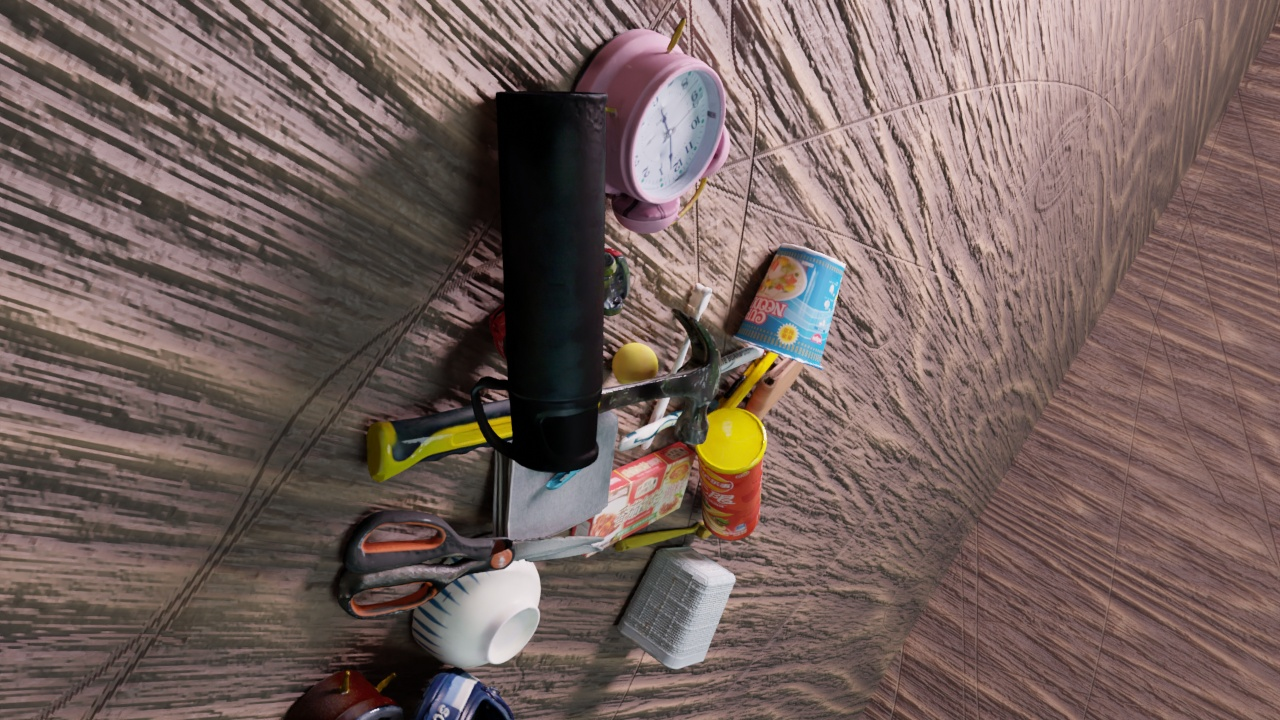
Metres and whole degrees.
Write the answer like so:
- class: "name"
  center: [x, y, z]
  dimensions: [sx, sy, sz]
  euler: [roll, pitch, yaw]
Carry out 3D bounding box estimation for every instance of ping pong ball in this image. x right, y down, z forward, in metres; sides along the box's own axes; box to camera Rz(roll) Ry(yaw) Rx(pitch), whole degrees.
- class: "ping pong ball"
  center: [-0.005, 0.005, 0.801]
  dimensions: [0.040, 0.040, 0.040]
  euler: [-35, 142, -34]

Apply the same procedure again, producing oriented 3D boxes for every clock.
- class: "clock"
  center: [0.013, -0.159, 0.666]
  dimensions: [0.117, 0.060, 0.158]
  euler: [-50, 150, -14]
- class: "clock"
  center: [-0.237, 0.297, 0.708]
  dimensions: [0.122, 0.055, 0.082]
  euler: [-57, 150, -2]

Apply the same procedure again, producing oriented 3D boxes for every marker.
- class: "marker"
  center: [0.084, 0.005, 0.953]
  dimensions: [0.144, 0.017, 0.017]
  euler: [-21, 132, -46]

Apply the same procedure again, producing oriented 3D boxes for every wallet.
- class: "wallet"
  center: [0.155, 0.029, 1.046]
  dimensions: [0.115, 0.020, 0.101]
  euler: [-39, 161, -38]
- class: "wallet"
  center: [-0.076, 0.103, 0.791]
  dimensions: [0.129, 0.037, 0.107]
  euler: [-14, 116, -50]

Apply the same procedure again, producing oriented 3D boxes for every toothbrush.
- class: "toothbrush"
  center: [0.031, 0.061, 0.903]
  dimensions: [0.191, 0.018, 0.016]
  euler: [-21, 137, -57]
- class: "toothbrush"
  center: [0.031, 0.202, 1.046]
  dimensions: [0.189, 0.016, 0.016]
  euler: [6, 110, -57]
- class: "toothbrush"
  center: [0.030, 0.009, 0.883]
  dimensions: [0.016, 0.016, 0.180]
  euler: [-12, 128, -52]

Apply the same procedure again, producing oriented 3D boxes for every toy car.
- class: "toy car"
  center: [-0.059, -0.042, 0.678]
  dimensions: [0.120, 0.045, 0.053]
  euler: [-36, 144, -24]

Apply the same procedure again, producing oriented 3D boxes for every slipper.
- class: "slipper"
  center: [-0.145, 0.315, 0.754]
  dimensions: [0.104, 0.095, 0.253]
  euler: [-60, 174, -26]

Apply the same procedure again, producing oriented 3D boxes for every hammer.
- class: "hammer"
  center: [-0.057, 0.034, 0.713]
  dimensions: [0.322, 0.032, 0.126]
  euler: [-10, 119, -39]

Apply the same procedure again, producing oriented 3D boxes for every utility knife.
- class: "utility knife"
  center: [0.119, 0.017, 1.007]
  dimensions: [0.015, 0.033, 0.176]
  euler: [48, 66, -14]

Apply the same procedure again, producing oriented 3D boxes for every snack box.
- class: "snack box"
  center: [-0.006, 0.138, 0.929]
  dimensions: [0.152, 0.025, 0.075]
  euler: [-18, 131, -48]

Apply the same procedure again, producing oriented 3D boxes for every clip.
- class: "clip"
  center: [-0.058, 0.084, 0.762]
  dimensions: [0.054, 0.013, 0.034]
  euler: [-17, 118, -46]

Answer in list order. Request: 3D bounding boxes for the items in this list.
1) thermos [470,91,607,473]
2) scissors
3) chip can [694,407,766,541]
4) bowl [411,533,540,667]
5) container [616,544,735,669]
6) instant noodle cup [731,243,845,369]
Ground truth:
- class: "thermos"
  center: [-0.068, -0.049, 0.596]
  dimensions: [0.068, 0.090, 0.243]
  euler: [-84, 176, -73]
- class: "scissors"
  center: [-0.118, 0.142, 0.714]
  dimensions: [0.234, 0.022, 0.139]
  euler: [-19, 125, -26]
- class: "chip can"
  center: [0.097, 0.129, 0.998]
  dimensions: [0.073, 0.073, 0.217]
  euler: [-47, 157, -19]
- class: "bowl"
  center: [-0.128, 0.213, 0.780]
  dimensions: [0.116, 0.066, 0.117]
  euler: [-35, 142, -34]
- class: "container"
  center: [0.046, 0.283, 1.071]
  dimensions: [0.090, 0.090, 0.111]
  euler: [15, 101, -59]
- class: "instant noodle cup"
  center: [0.158, -0.058, 0.939]
  dimensions: [0.099, 0.099, 0.110]
  euler: [15, 95, -58]
